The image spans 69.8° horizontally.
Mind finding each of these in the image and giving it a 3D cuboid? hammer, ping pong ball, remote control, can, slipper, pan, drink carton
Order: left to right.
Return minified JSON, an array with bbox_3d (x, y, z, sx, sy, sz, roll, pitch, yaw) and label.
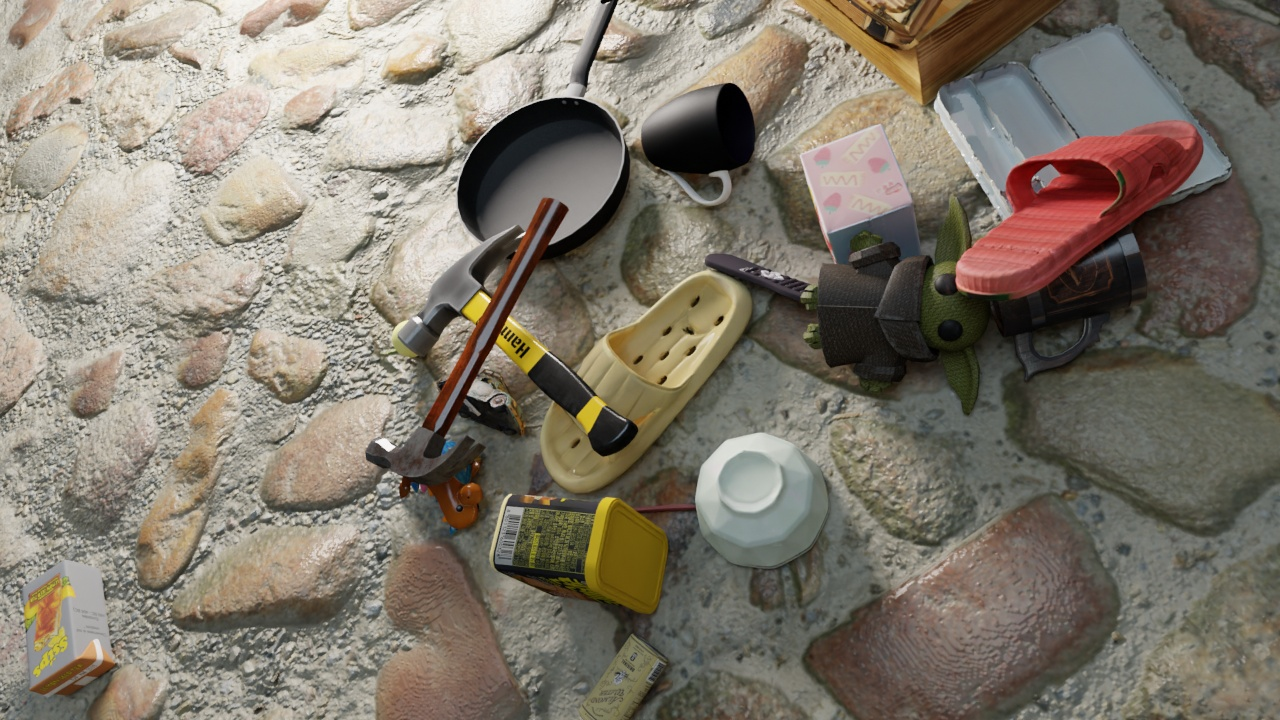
[{"bbox_3d":[-0.618,0.288,0.989,0.076,0.048,0.124,-33,58,5],"label":"drink carton"},{"bbox_3d":[-0.249,-0.024,0.994,0.040,0.040,0.040,-9,63,18],"label":"ping pong ball"},{"bbox_3d":[-0.146,-0.023,0.863,0.111,0.028,0.300,16,73,37],"label":"hammer"},{"bbox_3d":[-0.106,-0.012,0.870,0.170,0.034,0.324,-49,49,-2],"label":"hammer"},{"bbox_3d":[-0.084,-0.269,1.043,0.204,0.044,0.355,10,70,26],"label":"pan"},{"bbox_3d":[-0.049,0.162,0.773,0.101,0.131,0.072,1,66,25],"label":"can"},{"bbox_3d":[-0.015,0.270,0.759,0.038,0.038,0.079,31,80,31],"label":"can"},{"bbox_3d":[-0.005,0.005,0.862,0.261,0.079,0.111,-45,55,-4],"label":"slipper"},{"bbox_3d":[0.117,-0.081,0.874,0.124,0.046,0.009,25,116,30],"label":"remote control"},{"bbox_3d":[0.339,-0.134,0.721,0.248,0.059,0.103,-35,27,-17],"label":"slipper"}]

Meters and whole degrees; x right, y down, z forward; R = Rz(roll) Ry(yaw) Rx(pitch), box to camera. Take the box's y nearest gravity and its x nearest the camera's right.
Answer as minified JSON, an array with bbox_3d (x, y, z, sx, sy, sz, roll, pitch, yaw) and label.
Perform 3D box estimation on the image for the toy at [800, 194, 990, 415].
[{"bbox_3d":[0.215,-0.042,0.780,0.153,0.078,0.179,-3,94,26],"label":"toy"}]

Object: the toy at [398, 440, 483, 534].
[{"bbox_3d":[-0.199,0.131,0.905,0.103,0.070,0.090,-37,68,28],"label":"toy"}]

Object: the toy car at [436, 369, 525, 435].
[{"bbox_3d":[-0.153,0.037,0.923,0.112,0.047,0.047,17,54,32],"label":"toy car"}]

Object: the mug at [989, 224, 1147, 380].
[{"bbox_3d":[0.348,-0.052,0.753,0.107,0.080,0.115,-17,87,15],"label":"mug"}]

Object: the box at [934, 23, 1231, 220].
[{"bbox_3d":[0.391,-0.205,0.832,0.190,0.038,0.208,-22,60,3],"label":"box"}]

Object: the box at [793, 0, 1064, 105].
[{"bbox_3d":[0.243,-0.448,0.875,0.269,0.264,0.279,-38,59,3],"label":"box"}]

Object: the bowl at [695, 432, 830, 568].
[{"bbox_3d":[0.097,0.111,0.773,0.117,0.061,0.117,-7,63,15],"label":"bowl"}]

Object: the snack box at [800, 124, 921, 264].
[{"bbox_3d":[0.201,-0.141,0.837,0.079,0.093,0.094,-19,60,13],"label":"snack box"}]

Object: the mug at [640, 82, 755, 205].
[{"bbox_3d":[0.057,-0.218,0.950,0.100,0.084,0.119,-3,94,34],"label":"mug"}]

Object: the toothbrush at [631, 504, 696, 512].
[{"bbox_3d":[-0.035,0.139,0.845,0.185,0.015,0.015,-4,64,19],"label":"toothbrush"}]
